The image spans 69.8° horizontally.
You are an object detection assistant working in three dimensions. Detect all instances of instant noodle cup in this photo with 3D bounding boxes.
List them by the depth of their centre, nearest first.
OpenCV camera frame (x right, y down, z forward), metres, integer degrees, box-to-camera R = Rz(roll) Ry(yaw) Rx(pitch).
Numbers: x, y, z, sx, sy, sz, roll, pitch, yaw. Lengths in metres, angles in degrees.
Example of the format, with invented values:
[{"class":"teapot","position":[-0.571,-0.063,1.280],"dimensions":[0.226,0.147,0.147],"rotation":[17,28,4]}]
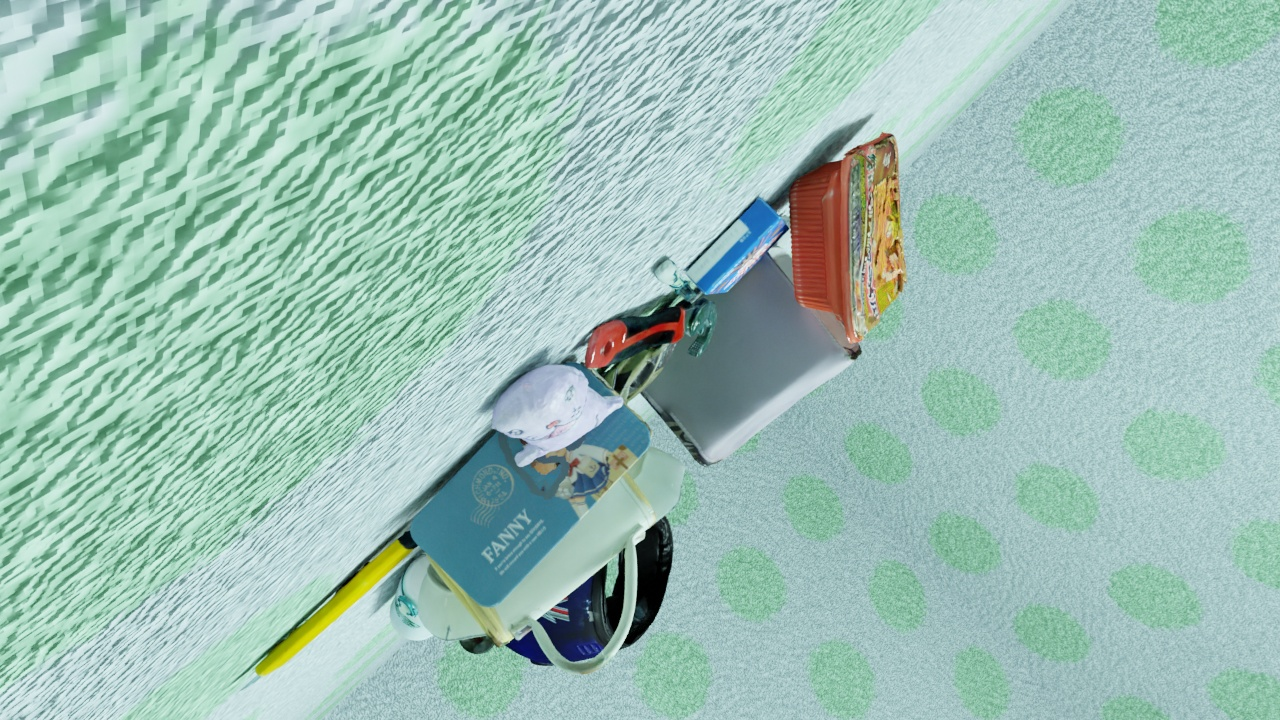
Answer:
[{"class":"instant noodle cup","position":[0.192,-0.118,0.843],"dimensions":[0.079,0.165,0.188],"rotation":[4,-159,28]}]

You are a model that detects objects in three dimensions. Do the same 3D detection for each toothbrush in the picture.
[{"class":"toothbrush","position":[0.028,-0.058,0.686],"dimensions":[0.016,0.018,0.191],"rotation":[-44,176,5]}]

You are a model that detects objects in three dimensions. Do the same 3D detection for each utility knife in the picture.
[{"class":"utility knife","position":[-0.227,0.182,0.673],"dimensions":[0.173,0.015,0.033],"rotation":[-42,169,-7]}]

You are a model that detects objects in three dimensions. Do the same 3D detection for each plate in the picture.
[{"class":"plate","position":[-0.082,0.143,0.809],"dimensions":[0.265,0.034,0.162],"rotation":[-32,-157,-21]}]

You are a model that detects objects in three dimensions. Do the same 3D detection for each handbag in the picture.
[{"class":"handbag","position":[-0.063,0.147,0.716],"dimensions":[0.163,0.178,0.063],"rotation":[-36,159,-20]},{"class":"handbag","position":[0.103,-0.003,0.931],"dimensions":[0.197,0.145,0.098],"rotation":[-40,166,22]}]

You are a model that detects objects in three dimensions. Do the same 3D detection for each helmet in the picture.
[{"class":"helmet","position":[-0.110,0.303,1.345],"dimensions":[0.241,0.247,0.314],"rotation":[0,-176,22]}]

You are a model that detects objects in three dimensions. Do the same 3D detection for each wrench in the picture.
[{"class":"wrench","position":[0.017,-0.023,0.739],"dimensions":[0.273,0.016,0.056],"rotation":[-11,122,-68]}]

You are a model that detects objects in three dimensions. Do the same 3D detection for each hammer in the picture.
[{"class":"hammer","position":[-0.154,0.223,0.903],"dimensions":[0.301,0.033,0.129],"rotation":[-168,-86,-82]}]

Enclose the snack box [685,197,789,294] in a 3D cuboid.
[{"class":"snack box","position":[0.088,-0.096,0.793],"dimensions":[0.085,0.026,0.157],"rotation":[-45,175,12]}]

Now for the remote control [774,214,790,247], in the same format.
[{"class":"remote control","position":[0.122,-0.093,0.987],"dimensions":[0.056,0.019,0.135],"rotation":[-38,160,-57]}]

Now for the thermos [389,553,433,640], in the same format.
[{"class":"thermos","position":[-0.233,0.256,0.987],"dimensions":[0.073,0.073,0.225],"rotation":[-41,174,-28]}]

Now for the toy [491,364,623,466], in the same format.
[{"class":"toy","position":[-0.058,0.032,0.573],"dimensions":[0.084,0.039,0.108],"rotation":[-34,162,0]}]

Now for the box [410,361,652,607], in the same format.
[{"class":"box","position":[-0.078,0.089,0.650],"dimensions":[0.184,0.090,0.062],"rotation":[-48,177,-4]}]

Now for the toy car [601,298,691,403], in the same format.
[{"class":"toy car","position":[-0.005,0.005,0.842],"dimensions":[0.158,0.042,0.070],"rotation":[-48,175,21]}]
